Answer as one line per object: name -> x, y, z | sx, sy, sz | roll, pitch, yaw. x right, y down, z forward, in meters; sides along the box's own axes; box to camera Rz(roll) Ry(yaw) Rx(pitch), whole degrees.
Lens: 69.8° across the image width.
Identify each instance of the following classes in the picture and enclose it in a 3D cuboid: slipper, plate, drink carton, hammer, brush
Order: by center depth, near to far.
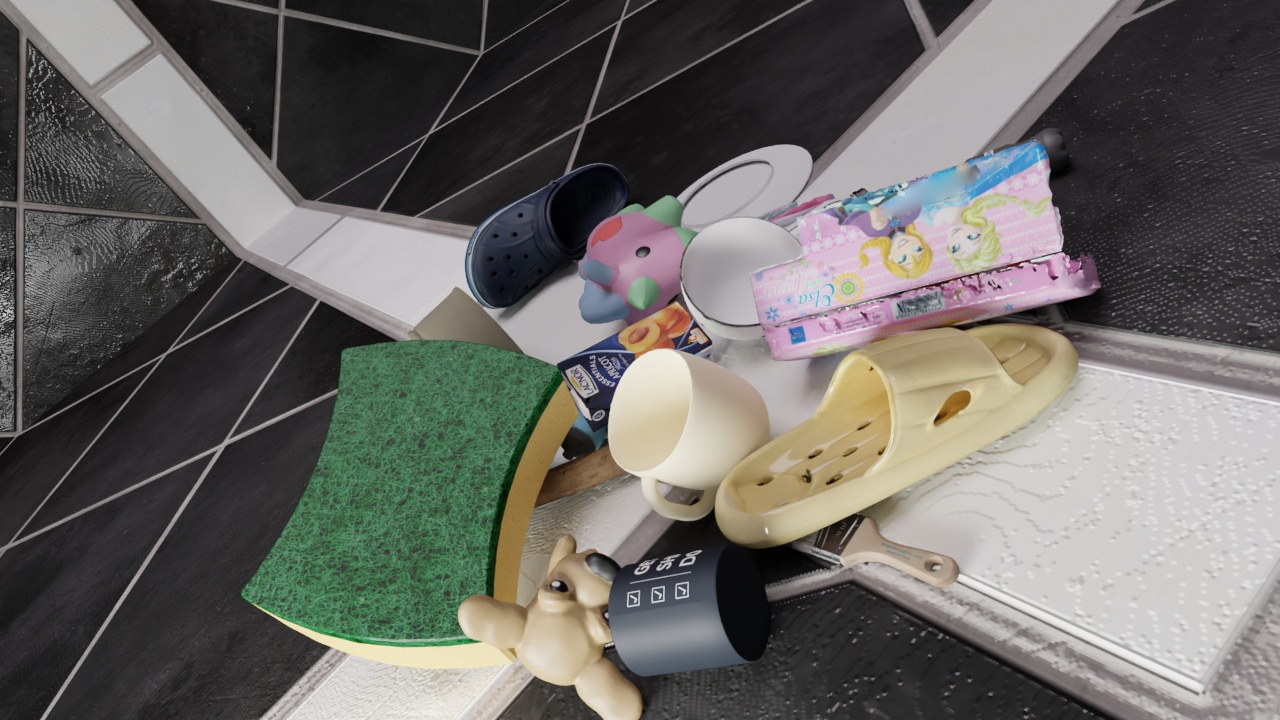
brush -> 0.137, 0.116, 0.589 | 0.151, 0.012, 0.038 | 9, 51, 51
slipper -> 0.155, 0.030, 0.614 | 0.261, 0.079, 0.111 | -31, 22, 2
brush -> -0.173, 0.108, 0.732 | 0.195, 0.075, 0.249 | 5, 59, 14
hammer -> -0.089, 0.111, 0.791 | 0.322, 0.040, 0.129 | -23, 51, 13
drink carton -> -0.005, 0.005, 0.821 | 0.130, 0.040, 0.064 | -28, 52, -13
plate -> 0.100, -0.190, 1.065 | 0.209, 0.015, 0.208 | -26, 31, 17
slipper -> -0.116, -0.168, 1.168 | 0.252, 0.105, 0.095 | -41, 22, -13

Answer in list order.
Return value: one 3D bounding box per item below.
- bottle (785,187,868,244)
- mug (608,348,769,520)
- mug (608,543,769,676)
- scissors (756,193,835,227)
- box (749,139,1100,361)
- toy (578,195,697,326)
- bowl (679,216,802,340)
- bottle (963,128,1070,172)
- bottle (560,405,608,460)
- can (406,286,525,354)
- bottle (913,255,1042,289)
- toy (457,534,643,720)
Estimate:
bottle -> 0.169, -0.122, 0.869 | 0.116, 0.041, 0.041 | -34, 29, 4
mug -> 0.042, 0.060, 0.685 | 0.096, 0.099, 0.120 | -9, 68, 51
mug -> 0.038, 0.153, 0.594 | 0.078, 0.071, 0.104 | -18, 7, 29
scissors -> 0.105, -0.126, 0.917 | 0.178, 0.016, 0.105 | -28, 15, -19
box -> 0.199, -0.072, 0.674 | 0.231, 0.105, 0.086 | -14, -5, 35
toy -> -0.015, -0.098, 0.969 | 0.170, 0.120, 0.222 | -44, 25, -22
bowl -> 0.092, -0.066, 0.823 | 0.113, 0.063, 0.113 | -2, 63, 4
bottle -> 0.307, -0.163, 0.786 | 0.110, 0.036, 0.036 | -18, 34, 29
bottle -> -0.035, 0.040, 0.851 | 0.040, 0.040, 0.129 | -2, 44, 45
can -> -0.181, -0.008, 0.987 | 0.073, 0.128, 0.128 | -44, 30, -10
bottle -> 0.238, -0.086, 0.723 | 0.138, 0.062, 0.061 | -9, 39, 38
toy -> -0.048, 0.173, 0.630 | 0.106, 0.134, 0.108 | -58, 1, 5
